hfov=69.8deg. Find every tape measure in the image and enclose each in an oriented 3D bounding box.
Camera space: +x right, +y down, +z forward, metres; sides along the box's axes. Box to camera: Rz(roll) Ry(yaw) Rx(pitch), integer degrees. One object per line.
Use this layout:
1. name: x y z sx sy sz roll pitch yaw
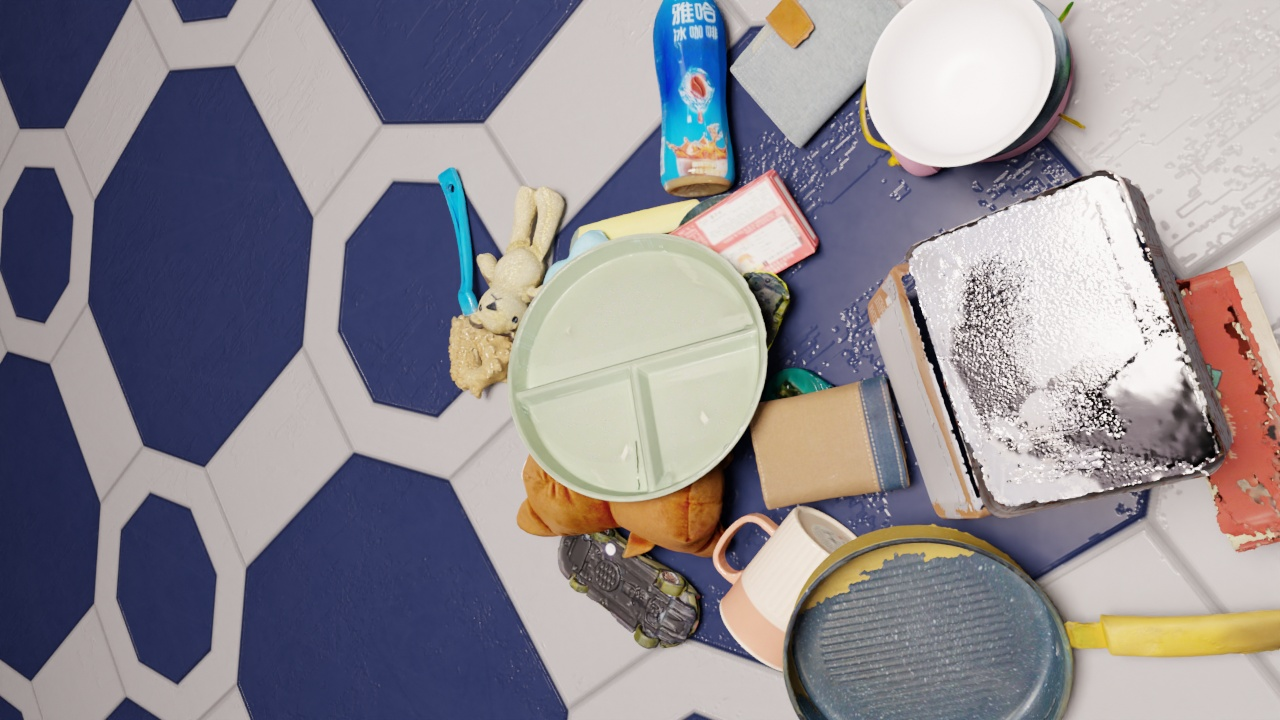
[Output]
1. tape measure: 0.130 0.034 0.769 0.054 0.025 0.058 36 109 27

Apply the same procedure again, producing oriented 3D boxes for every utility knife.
1. utility knife: 0.016 -0.127 0.848 0.205 0.021 0.031 -8 90 36

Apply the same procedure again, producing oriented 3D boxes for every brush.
1. brush: -0.183 -0.085 0.975 0.083 0.045 0.254 -21 75 36

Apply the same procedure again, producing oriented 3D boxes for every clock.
1. clock: 0.237 -0.198 0.676 0.159 0.059 0.117 -5 89 32

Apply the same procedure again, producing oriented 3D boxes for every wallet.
1. wallet: 0.149 0.067 0.730 0.115 0.033 0.090 -13 82 14
2. wallet: 0.143 -0.258 0.752 0.130 0.037 0.106 -45 67 25

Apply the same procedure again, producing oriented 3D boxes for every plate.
1. plate: -0.004 0.004 0.765 0.230 0.027 0.230 -6 73 20

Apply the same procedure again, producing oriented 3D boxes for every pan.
1. pan: 0.274 0.196 0.629 0.358 0.078 0.198 -17 99 14

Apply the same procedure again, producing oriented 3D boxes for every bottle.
1. bottle: 0.045 -0.256 0.802 0.065 0.065 0.218 -5 86 34

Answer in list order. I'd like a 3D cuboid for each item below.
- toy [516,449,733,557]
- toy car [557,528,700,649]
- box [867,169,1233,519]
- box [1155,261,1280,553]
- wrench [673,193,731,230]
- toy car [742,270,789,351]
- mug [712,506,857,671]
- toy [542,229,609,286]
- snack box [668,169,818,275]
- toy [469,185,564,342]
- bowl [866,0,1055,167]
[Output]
1. toy: -0.018 0.107 0.817 0.200 0.130 0.140 3 87 14
2. toy car: -0.013 0.204 0.855 0.158 0.042 0.070 31 107 29
3. box: 0.229 0.008 0.593 0.271 0.134 0.179 -35 68 63
4. box: 0.363 0.031 0.573 0.076 0.091 0.168 -21 78 29
5. wrench: 0.000 -0.074 0.857 0.274 0.016 0.056 -32 88 31
6. toy car: 0.094 -0.028 0.782 0.048 0.032 0.105 27 118 16
7. mug: 0.116 0.173 0.744 0.114 0.081 0.106 40 110 24
8. toy: -0.058 -0.035 0.846 0.162 0.049 0.156 -39 50 18
9. snack box: 0.070 -0.093 0.791 0.153 0.025 0.075 -29 102 31
10. toy: -0.119 -0.098 0.912 0.105 0.066 0.157 18 91 13
11. bowl: 0.218 -0.185 0.613 0.118 0.064 0.118 1 93 32
